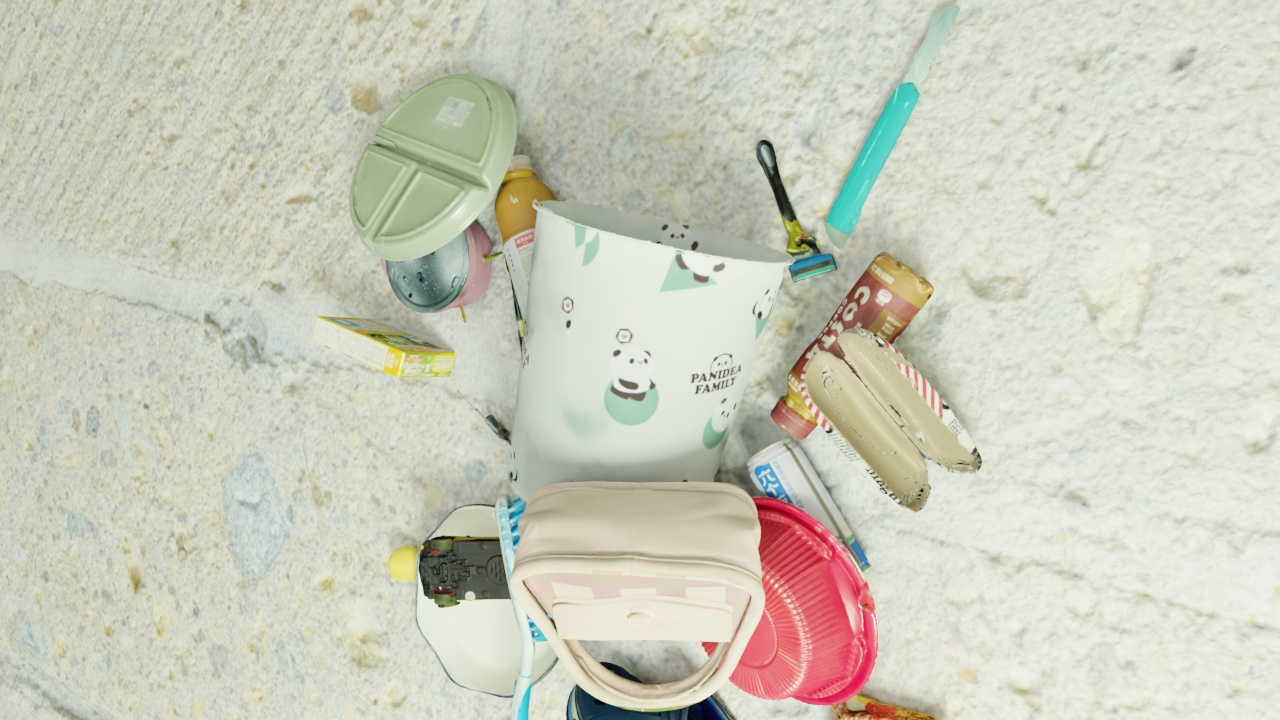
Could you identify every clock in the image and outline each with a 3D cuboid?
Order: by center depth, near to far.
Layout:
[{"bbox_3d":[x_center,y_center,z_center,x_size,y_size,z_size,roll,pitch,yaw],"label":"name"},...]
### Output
[{"bbox_3d":[-0.232,-0.121,1.021,0.158,0.059,0.117,38,108,21],"label":"clock"}]

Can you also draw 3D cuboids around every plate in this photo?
[{"bbox_3d":[-0.231,-0.214,0.988,0.231,0.027,0.229,-14,62,27],"label":"plate"},{"bbox_3d":[-0.155,0.256,0.992,0.205,0.045,0.205,0,91,27],"label":"plate"}]

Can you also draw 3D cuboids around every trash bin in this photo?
[{"bbox_3d":[-0.005,0.005,0.817,0.230,0.229,0.252,19,105,27],"label":"trash bin"}]

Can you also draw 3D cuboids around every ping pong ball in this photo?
[{"bbox_3d":[-0.270,0.234,1.056,0.040,0.040,0.040,0,91,28],"label":"ping pong ball"}]

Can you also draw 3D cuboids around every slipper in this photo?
[{"bbox_3d":[0.040,0.357,0.852,0.253,0.105,0.095,25,109,23],"label":"slipper"}]

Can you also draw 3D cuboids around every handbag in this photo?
[{"bbox_3d":[0.001,0.208,0.752,0.193,0.093,0.235,2,127,6],"label":"handbag"}]

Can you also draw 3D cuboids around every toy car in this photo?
[{"bbox_3d":[-0.156,0.213,0.940,0.156,0.041,0.071,-5,89,13],"label":"toy car"}]

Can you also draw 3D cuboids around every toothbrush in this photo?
[{"bbox_3d":[-0.125,-0.027,0.990,0.012,0.017,0.186,-11,88,26],"label":"toothbrush"}]

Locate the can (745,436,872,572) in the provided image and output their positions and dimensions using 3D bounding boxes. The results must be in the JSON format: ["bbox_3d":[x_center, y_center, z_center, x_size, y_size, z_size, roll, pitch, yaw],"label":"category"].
[{"bbox_3d":[0.148,0.137,0.820,0.053,0.053,0.134,-36,74,24],"label":"can"}]

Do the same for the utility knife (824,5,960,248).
[{"bbox_3d":[0.218,-0.202,0.801,0.029,0.013,0.222,34,108,26],"label":"utility knife"}]

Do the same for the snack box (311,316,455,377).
[{"bbox_3d":[-0.290,-0.016,1.037,0.140,0.086,0.034,18,98,27],"label":"snack box"}]

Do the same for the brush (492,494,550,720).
[{"bbox_3d":[-0.096,0.272,0.892,0.109,0.060,0.314,-10,98,0],"label":"brush"}]

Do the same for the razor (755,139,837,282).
[{"bbox_3d":[0.134,-0.139,0.843,0.042,0.022,0.142,-17,76,-6],"label":"razor"}]

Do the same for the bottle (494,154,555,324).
[{"bbox_3d":[-0.108,-0.119,0.947,0.068,0.068,0.189,-21,81,27],"label":"bottle"}]

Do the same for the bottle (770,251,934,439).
[{"bbox_3d":[0.179,-0.009,0.799,0.057,0.057,0.175,42,109,22],"label":"bottle"}]

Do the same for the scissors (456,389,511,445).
[{"bbox_3d":[-0.135,0.081,0.928,0.014,0.181,0.159,-45,105,-7],"label":"scissors"}]

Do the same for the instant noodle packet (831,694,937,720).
[{"bbox_3d":[0.208,0.364,0.798,0.111,0.044,0.128,7,94,32],"label":"instant noodle packet"}]

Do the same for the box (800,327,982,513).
[{"bbox_3d":[0.199,0.054,0.751,0.162,0.076,0.087,46,78,-15],"label":"box"}]

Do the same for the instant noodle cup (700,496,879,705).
[{"bbox_3d":[0.109,0.221,0.801,0.194,0.065,0.194,20,117,44],"label":"instant noodle cup"}]
